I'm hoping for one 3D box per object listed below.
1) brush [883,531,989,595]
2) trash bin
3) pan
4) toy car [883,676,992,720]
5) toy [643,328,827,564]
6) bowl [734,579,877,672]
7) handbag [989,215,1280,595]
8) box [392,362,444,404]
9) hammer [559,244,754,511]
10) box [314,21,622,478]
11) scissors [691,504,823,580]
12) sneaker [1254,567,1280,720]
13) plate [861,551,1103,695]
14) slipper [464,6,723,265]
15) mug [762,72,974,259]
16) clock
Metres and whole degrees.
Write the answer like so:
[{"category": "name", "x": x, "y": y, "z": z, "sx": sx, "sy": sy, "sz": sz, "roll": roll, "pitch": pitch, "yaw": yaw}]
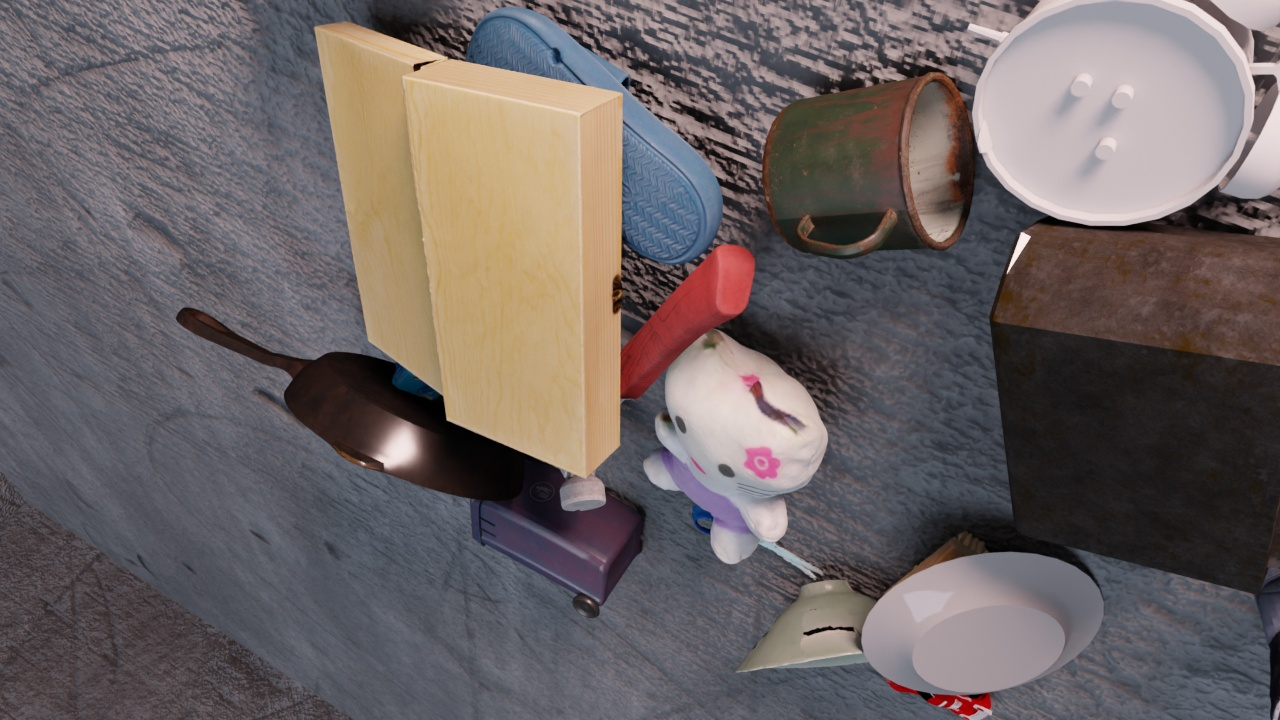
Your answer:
[{"category": "brush", "x": 0.233, "y": 0.171, "z": 0.703, "sx": 0.049, "sy": 0.039, "sz": 0.117, "roll": 33, "pitch": 144, "yaw": 7}, {"category": "trash bin", "x": -0.087, "y": 0.167, "z": 0.922, "sx": 0.161, "sy": 0.093, "sz": 0.092, "roll": 24, "pitch": 137, "yaw": 17}, {"category": "pan", "x": -0.260, "y": 0.024, "z": 0.838, "sx": 0.356, "sy": 0.043, "sz": 0.248, "roll": 26, "pitch": -174, "yaw": 4}, {"category": "toy car", "x": 0.262, "y": 0.291, "z": 0.812, "sx": 0.089, "sy": 0.025, "sz": 0.038, "roll": 19, "pitch": 142, "yaw": 2}, {"category": "toy", "x": 0.071, "y": 0.067, "z": 0.681, "sx": 0.137, "sy": 0.085, "sz": 0.210, "roll": 48, "pitch": 155, "yaw": 21}, {"category": "bowl", "x": 0.162, "y": 0.226, "z": 0.791, "sx": 0.174, "sy": 0.067, "sz": 0.174, "roll": -5, "pitch": 160, "yaw": -2}, {"category": "handbag", "x": 0.289, "y": 0.022, "z": 0.438, "sx": 0.200, "sy": 0.102, "sz": 0.197, "roll": 17, "pitch": 148, "yaw": 37}, {"category": "box", "x": -0.143, "y": -0.048, "z": 0.733, "sx": 0.167, "sy": 0.075, "sz": 0.244, "roll": 46, "pitch": 139, "yaw": -6}, {"category": "hammer", "x": -0.004, "y": 0.004, "z": 0.644, "sx": 0.036, "sy": 0.126, "sz": 0.317, "roll": 1, "pitch": 156, "yaw": -23}, {"category": "box", "x": -0.119, "y": -0.075, "z": 0.612, "sx": 0.257, "sy": 0.076, "sz": 0.247, "roll": 29, "pitch": 131, "yaw": 35}, {"category": "scissors", "x": 0.107, "y": 0.162, "z": 0.825, "sx": 0.134, "sy": 0.016, "sz": 0.073, "roll": 34, "pitch": 139, "yaw": -4}, {"category": "sneaker", "x": 0.424, "y": 0.238, "z": 0.524, "sx": 0.097, "sy": 0.150, "sz": 0.252, "roll": -10, "pitch": 124, "yaw": 45}, {"category": "plate", "x": 0.251, "y": 0.204, "z": 0.670, "sx": 0.173, "sy": 0.019, "sz": 0.173, "roll": 0, "pitch": 128, "yaw": 0}, {"category": "slipper", "x": -0.030, "y": -0.143, "z": 0.565, "sx": 0.214, "sy": 0.059, "sz": 0.104, "roll": 40, "pitch": 138, "yaw": 18}, {"category": "mug", "x": 0.109, "y": -0.088, "z": 0.463, "sx": 0.081, "sy": 0.110, "sz": 0.085, "roll": 2, "pitch": 136, "yaw": 40}, {"category": "clock", "x": 0.219, "y": -0.116, "z": 0.382, "sx": 0.159, "sy": 0.060, "sz": 0.120, "roll": -1, "pitch": 130, "yaw": 42}]
